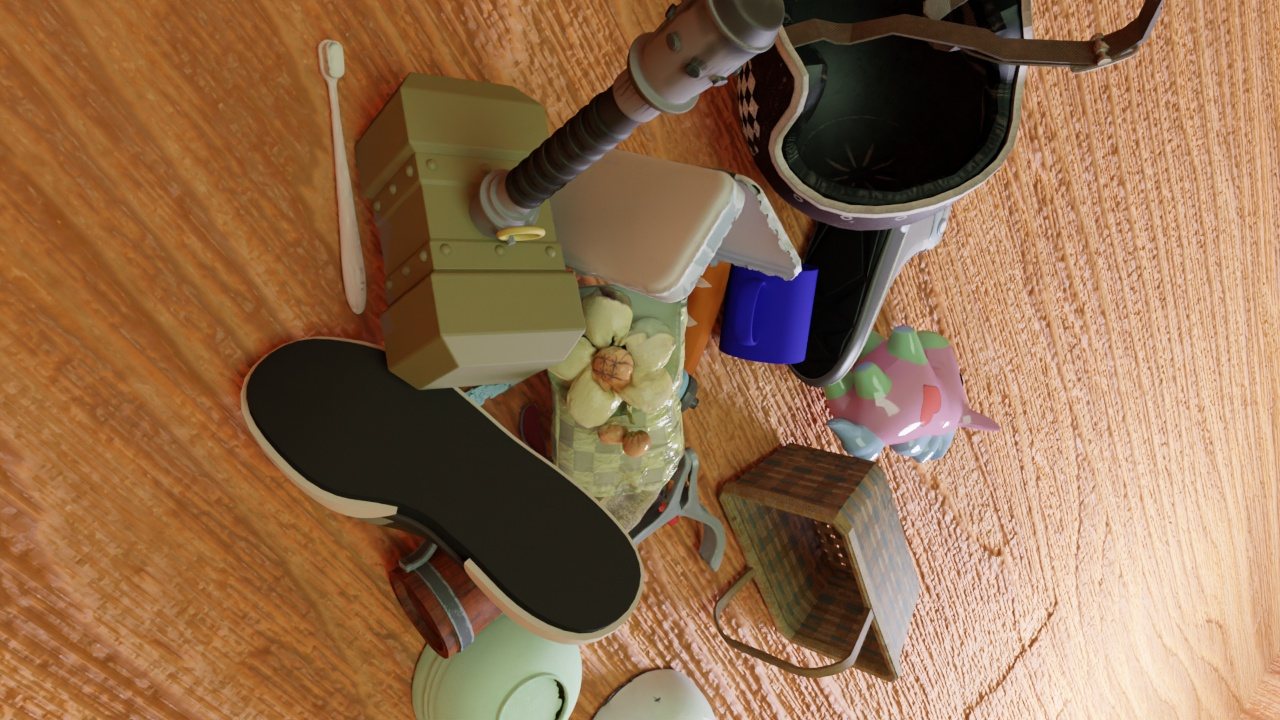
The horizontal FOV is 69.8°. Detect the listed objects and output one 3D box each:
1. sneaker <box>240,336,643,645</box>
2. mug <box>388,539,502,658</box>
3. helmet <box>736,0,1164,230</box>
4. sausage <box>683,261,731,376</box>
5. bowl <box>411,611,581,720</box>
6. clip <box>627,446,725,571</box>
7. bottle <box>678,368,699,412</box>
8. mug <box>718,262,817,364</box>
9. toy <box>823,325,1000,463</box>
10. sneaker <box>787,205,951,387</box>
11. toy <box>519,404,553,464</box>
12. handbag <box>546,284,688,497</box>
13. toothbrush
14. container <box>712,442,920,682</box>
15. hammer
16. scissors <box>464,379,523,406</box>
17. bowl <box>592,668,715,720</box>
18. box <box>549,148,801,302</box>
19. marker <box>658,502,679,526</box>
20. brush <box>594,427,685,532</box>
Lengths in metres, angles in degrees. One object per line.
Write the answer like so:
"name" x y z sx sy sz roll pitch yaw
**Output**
"sneaker" -0.137 0.094 0.635 0.294 0.117 0.111 31 60 -1
"mug" -0.131 0.151 0.710 0.110 0.081 0.117 -33 122 -30
"helmet" 0.196 -0.225 0.722 0.233 0.233 0.254 -18 150 -5
"sausage" 0.044 -0.037 0.808 0.044 0.039 0.164 18 93 -30
"bowl" -0.108 0.275 0.770 0.150 0.077 0.151 -13 112 -33
"clip" 0.006 0.169 0.840 0.164 0.031 0.169 -32 131 -18
"bottle" -0.004 0.004 0.758 0.130 0.040 0.040 32 83 -19
"mug" 0.109 -0.044 0.819 0.111 0.079 0.083 -22 121 -63
"toy" 0.273 0.050 0.966 0.221 0.120 0.171 -40 112 -36
"sneaker" 0.238 -0.091 0.919 0.160 0.093 0.257 10 100 -48
"toy" -0.071 0.091 0.752 0.049 0.030 0.111 -2 77 -37
"handbag" -0.016 0.028 0.679 0.113 0.116 0.187 -4 114 -2
"toothbrush" -0.196 -0.118 0.611 0.015 0.018 0.181 -13 113 -32
"container" 0.172 0.226 0.921 0.185 0.158 0.250 -46 128 -31
"hammer" -0.045 -0.112 0.506 0.100 0.326 0.190 -4 78 -37
"scissors" -0.137 0.033 0.713 0.136 0.015 0.055 -30 122 -34
"bowl" 0.019 0.392 0.909 0.153 0.073 0.153 -13 113 -33
"box" -0.003 -0.086 0.646 0.105 0.211 0.130 -51 127 -11
"marker" -0.006 0.113 0.836 0.012 0.013 0.142 -52 128 -12
"brush" -0.029 0.122 0.791 0.195 0.043 0.059 -50 127 -2
